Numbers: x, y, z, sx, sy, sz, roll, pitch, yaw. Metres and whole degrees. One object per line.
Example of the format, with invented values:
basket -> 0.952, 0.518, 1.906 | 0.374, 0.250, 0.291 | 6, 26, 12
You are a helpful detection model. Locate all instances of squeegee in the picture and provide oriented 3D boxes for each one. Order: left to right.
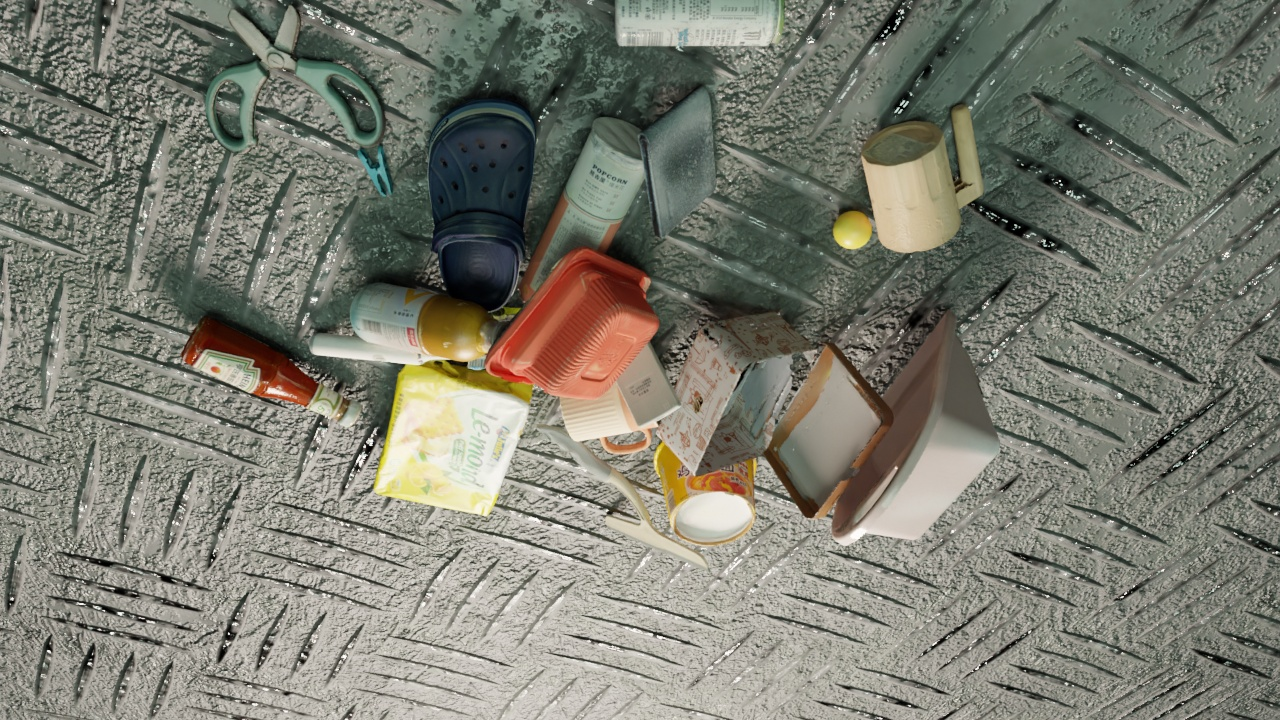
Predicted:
squeegee -> -0.043, 0.153, 1.167 | 0.246, 0.039, 0.247 | 49, 159, -25

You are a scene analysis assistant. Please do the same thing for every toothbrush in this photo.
toothbrush -> -0.273, -0.010, 1.037 | 0.221, 0.026, 0.027 | 5, 165, 16

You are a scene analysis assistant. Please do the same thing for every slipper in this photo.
slipper -> -0.165, -0.141, 0.927 | 0.105, 0.095, 0.253 | 5, 135, -9

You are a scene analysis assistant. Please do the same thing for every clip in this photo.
clip -> -0.265, -0.191, 0.929 | 0.050, 0.015, 0.057 | -12, 129, 5

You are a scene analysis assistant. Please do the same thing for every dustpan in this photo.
dustpan -> 0.276, 0.079, 1.022 | 0.138, 0.273, 0.223 | 14, 125, -19

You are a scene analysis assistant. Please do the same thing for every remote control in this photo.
remote control -> -0.006, 0.006, 1.047 | 0.056, 0.135, 0.019 | -31, 167, 16

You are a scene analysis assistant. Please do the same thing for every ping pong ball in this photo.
ping pong ball -> 0.226, -0.139, 0.977 | 0.040, 0.040, 0.040 | -1, 131, -2

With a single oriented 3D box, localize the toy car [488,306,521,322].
toy car -> -0.128, -0.042, 1.055 | 0.105, 0.032, 0.048 | 1, 132, 12

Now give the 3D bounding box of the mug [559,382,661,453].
mug -> -0.031, 0.062, 1.111 | 0.106, 0.081, 0.115 | -12, 117, 11

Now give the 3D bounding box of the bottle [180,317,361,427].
bottle -> -0.428, 0.021, 1.077 | 0.206, 0.059, 0.060 | 31, 123, -26

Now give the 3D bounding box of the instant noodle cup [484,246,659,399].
instant noodle cup -> -0.056, -0.026, 0.957 | 0.165, 0.079, 0.188 | -51, 159, 13

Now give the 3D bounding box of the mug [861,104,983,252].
mug -> 0.288, -0.185, 0.923 | 0.124, 0.084, 0.103 | -32, 128, -7

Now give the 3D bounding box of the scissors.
scissors -> -0.342, -0.246, 0.876 | 0.179, 0.019, 0.170 | -30, 127, 23

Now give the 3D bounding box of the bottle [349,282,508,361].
bottle -> -0.223, -0.039, 0.984 | 0.190, 0.067, 0.068 | 12, 136, 25

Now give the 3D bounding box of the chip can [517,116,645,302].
chip can -> -0.059, -0.140, 0.945 | 0.071, 0.071, 0.215 | 18, 128, -17

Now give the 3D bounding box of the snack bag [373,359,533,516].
snack bag -> -0.235, 0.090, 1.141 | 0.158, 0.068, 0.247 | 14, 129, -14

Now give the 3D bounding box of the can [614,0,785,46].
can -> 0.051, -0.308, 0.810 | 0.146, 0.058, 0.058 | -1, 131, -2

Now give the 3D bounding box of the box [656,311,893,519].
box -> 0.151, 0.075, 1.040 | 0.156, 0.193, 0.183 | -11, 136, -37

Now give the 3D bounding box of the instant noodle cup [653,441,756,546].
instant noodle cup -> 0.089, 0.165, 1.193 | 0.138, 0.109, 0.138 | -2, 131, -2

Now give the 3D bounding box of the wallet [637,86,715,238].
wallet -> 0.037, -0.191, 0.895 | 0.019, 0.097, 0.121 | 24, 144, 32
